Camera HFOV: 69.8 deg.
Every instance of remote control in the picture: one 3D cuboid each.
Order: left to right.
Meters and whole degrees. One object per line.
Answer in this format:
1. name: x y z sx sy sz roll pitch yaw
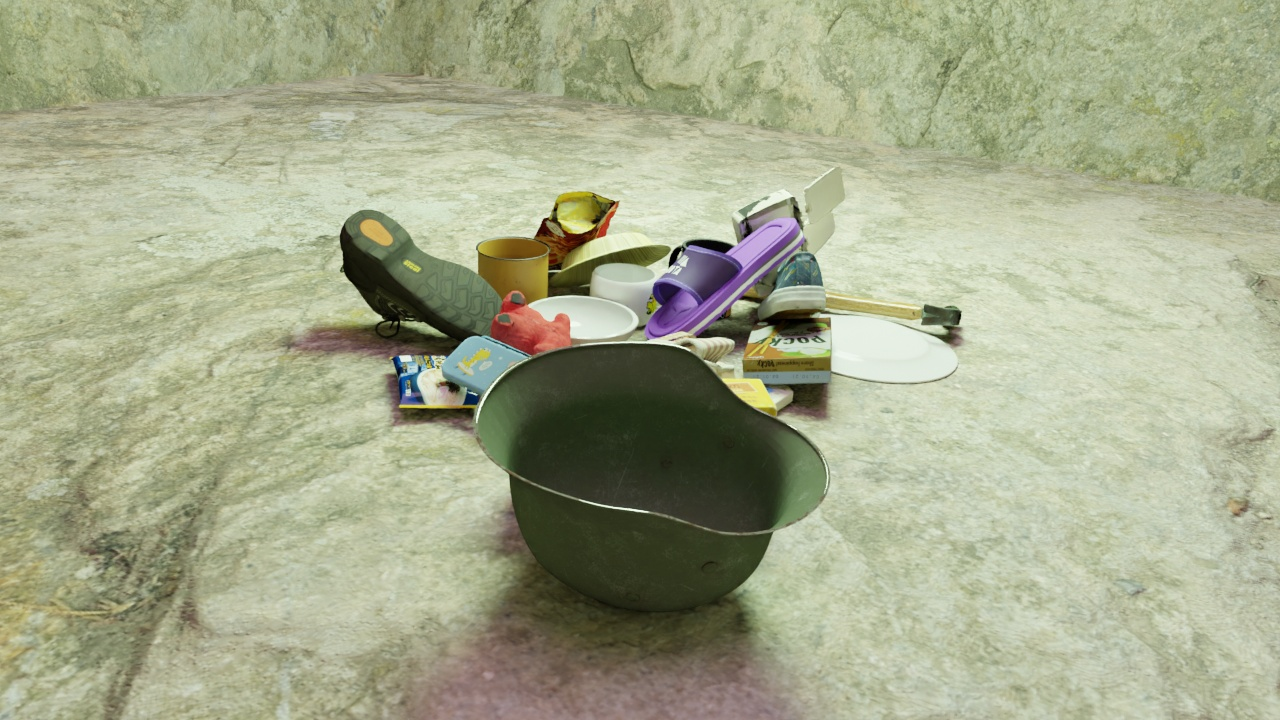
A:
1. remote control: 0.130 0.054 1.046 0.038 0.018 0.125 21 30 33

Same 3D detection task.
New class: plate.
1. plate: -0.049 -0.153 1.337 0.184 0.036 0.184 -16 -5 -2
2. plate: 0.315 -0.027 1.268 0.242 0.016 0.242 4 23 -2

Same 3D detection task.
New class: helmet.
1. helmet: 0.008 0.108 0.724 0.268 0.154 0.226 6 30 8

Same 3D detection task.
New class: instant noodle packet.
1. instant noodle packet: -0.232 0.024 1.033 0.087 0.026 0.134 1 23 -20

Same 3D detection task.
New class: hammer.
1. hammer: 0.304 -0.086 1.365 0.331 0.033 0.132 10 9 20

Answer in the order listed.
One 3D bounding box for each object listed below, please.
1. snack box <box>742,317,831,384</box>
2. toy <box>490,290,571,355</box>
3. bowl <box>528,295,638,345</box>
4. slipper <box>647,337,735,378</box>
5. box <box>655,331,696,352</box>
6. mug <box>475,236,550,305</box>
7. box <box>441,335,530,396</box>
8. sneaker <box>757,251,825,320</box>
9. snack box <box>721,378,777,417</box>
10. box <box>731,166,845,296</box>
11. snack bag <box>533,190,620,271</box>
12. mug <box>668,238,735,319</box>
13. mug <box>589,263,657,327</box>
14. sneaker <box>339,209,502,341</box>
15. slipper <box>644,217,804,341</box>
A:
1. snack box: 0.188 -0.014 1.150 0.101 0.032 0.185 -2 16 13
2. toy: -0.123 -0.010 1.094 0.133 0.094 0.087 35 40 0
3. bowl: -0.079 -0.039 1.186 0.149 0.043 0.149 4 24 -2
4. slipper: 0.047 0.001 0.992 0.115 0.052 0.262 -3 -3 16
5. box: -0.006 0.004 1.090 0.071 0.056 0.186 -18 1 45
6. mug: -0.173 -0.116 1.281 0.100 0.094 0.123 10 26 11
7. box: -0.112 0.040 0.987 0.209 0.073 0.085 22 53 30
8. sneaker: 0.204 -0.097 1.241 0.087 0.079 0.235 -1 -2 5
9. snack box: 0.005 0.075 0.855 0.230 0.110 0.061 1 25 -10
10. box: 0.224 -0.192 1.345 0.187 0.144 0.058 -30 40 -12
11. snack bag: -0.108 -0.181 1.375 0.138 0.066 0.208 -14 -12 -20
12. mug: 0.085 -0.125 1.347 0.081 0.098 0.118 -16 31 -39
13. mug: -0.021 -0.094 1.293 0.094 0.068 0.115 11 24 14
14. sneaker: -0.294 -0.073 1.179 0.238 0.143 0.100 36 48 -6
15. slipper: 0.095 -0.127 1.220 0.266 0.084 0.107 -39 24 -15
